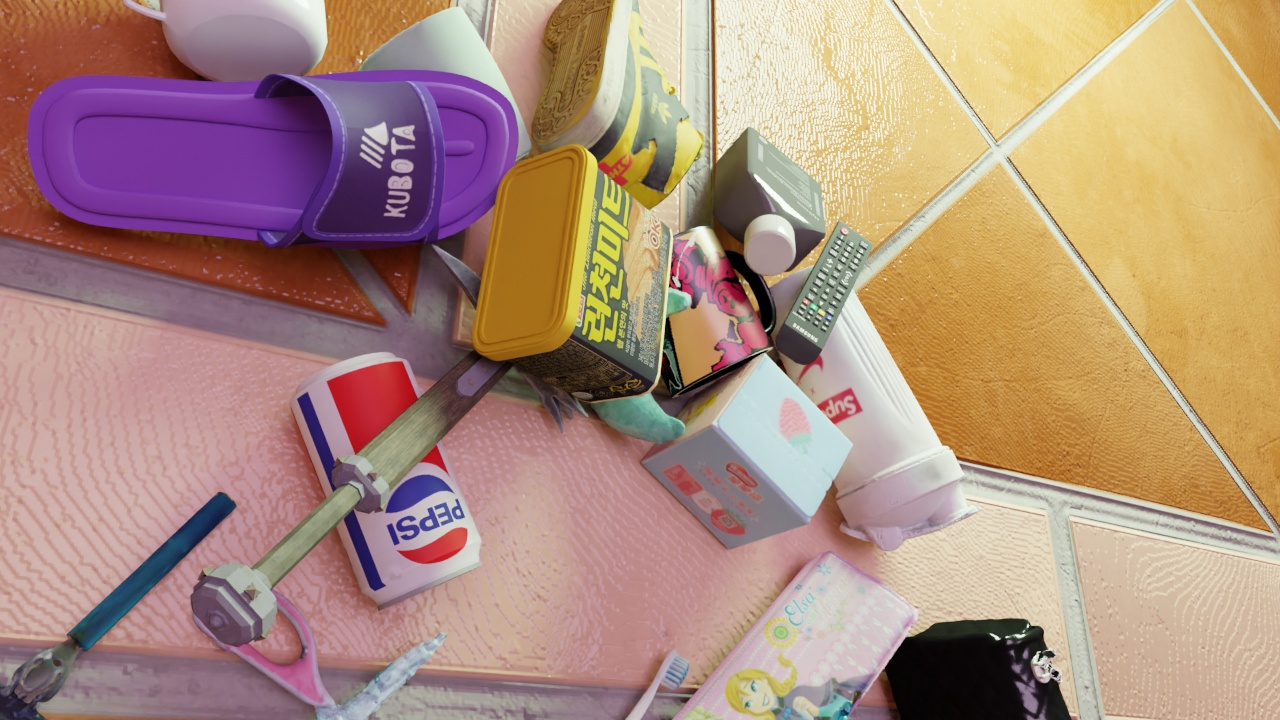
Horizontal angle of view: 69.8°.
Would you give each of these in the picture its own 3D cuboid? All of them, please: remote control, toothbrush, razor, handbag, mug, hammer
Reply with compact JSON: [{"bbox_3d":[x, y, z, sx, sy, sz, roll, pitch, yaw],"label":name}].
[{"bbox_3d":[0.140,-0.055,0.689,0.033,0.015,0.146,34,54,-2],"label":"remote control"},{"bbox_3d":[-0.036,0.256,0.532,0.026,0.027,0.221,33,53,16],"label":"toothbrush"},{"bbox_3d":[-0.260,0.120,0.459,0.042,0.022,0.143,44,54,-9],"label":"razor"},{"bbox_3d":[0.264,0.259,0.651,0.114,0.125,0.153,-2,71,-32],"label":"handbag"},{"bbox_3d":[0.051,-0.040,0.676,0.117,0.082,0.098,-21,82,-37],"label":"mug"},{"bbox_3d":[-0.139,-0.163,0.620,0.111,0.084,0.104,-35,103,-14],"label":"mug"},{"bbox_3d":[-0.121,0.035,0.476,0.147,0.028,0.316,52,24,-9],"label":"hammer"},{"bbox_3d":[-0.252,-0.219,0.559,0.115,0.095,0.068,1,71,-39],"label":"mug"}]

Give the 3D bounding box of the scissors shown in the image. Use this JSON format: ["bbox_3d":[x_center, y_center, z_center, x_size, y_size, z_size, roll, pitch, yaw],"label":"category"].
[{"bbox_3d":[-0.177,0.195,0.472,0.170,0.013,0.176,38,61,-3],"label":"scissors"}]

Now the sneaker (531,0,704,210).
[{"bbox_3d":[-0.011,-0.208,0.708,0.122,0.086,0.238,40,39,-34],"label":"sneaker"}]

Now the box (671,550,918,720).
[{"bbox_3d":[0.090,0.232,0.614,0.085,0.071,0.229,34,50,24],"label":"box"}]

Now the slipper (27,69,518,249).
[{"bbox_3d":[-0.193,-0.113,0.518,0.266,0.084,0.107,-3,106,-22],"label":"slipper"}]

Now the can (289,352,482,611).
[{"bbox_3d":[-0.143,0.067,0.521,0.070,0.070,0.132,-18,80,-35],"label":"can"}]

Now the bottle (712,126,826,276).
[{"bbox_3d":[0.100,-0.117,0.715,0.083,0.046,0.173,36,28,-13],"label":"bottle"}]

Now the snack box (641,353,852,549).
[{"bbox_3d":[0.074,0.065,0.638,0.093,0.095,0.079,45,54,-7],"label":"snack box"}]

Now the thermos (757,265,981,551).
[{"bbox_3d":[0.168,0.036,0.716,0.099,0.100,0.220,-13,72,-34],"label":"thermos"}]

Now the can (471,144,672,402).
[{"bbox_3d":[-0.037,-0.049,0.572,0.101,0.073,0.130,32,57,-48],"label":"can"}]

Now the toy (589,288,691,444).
[{"bbox_3d":[-0.004,0.004,0.627,0.033,0.085,0.105,3,87,-57],"label":"toy"}]
